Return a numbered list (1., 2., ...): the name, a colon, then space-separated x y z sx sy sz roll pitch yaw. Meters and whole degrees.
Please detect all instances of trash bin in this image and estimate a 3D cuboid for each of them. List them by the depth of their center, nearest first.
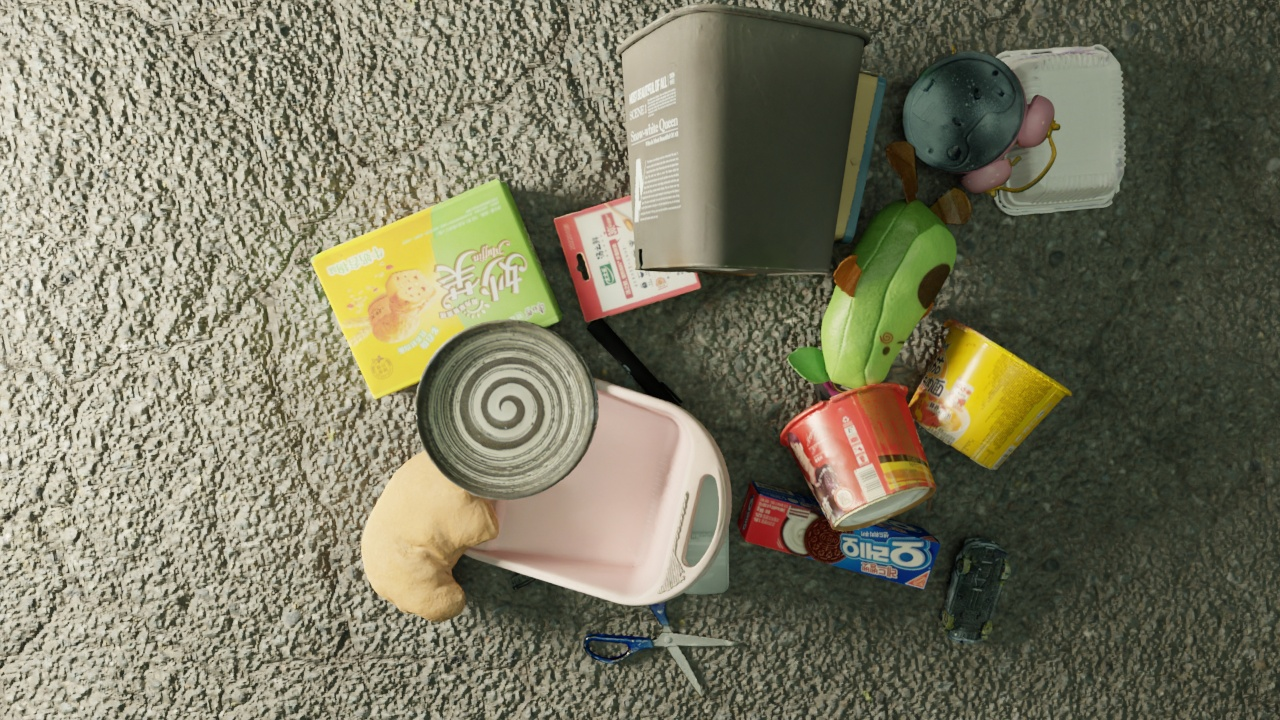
1. trash bin: 0.086 -0.192 0.862 0.198 0.199 0.220 1 94 -23

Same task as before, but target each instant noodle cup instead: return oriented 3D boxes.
1. instant noodle cup: 0.222 0.102 0.922 0.138 0.138 0.108 -18 65 -1
2. instant noodle cup: 0.351 0.039 0.948 0.138 0.138 0.110 31 102 -5
3. instant noodle cup: 0.443 -0.245 0.960 0.138 0.060 0.173 -5 94 -2

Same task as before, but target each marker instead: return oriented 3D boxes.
1. marker: -0.006 0.006 0.981 0.022 0.020 0.132 -44 96 -6

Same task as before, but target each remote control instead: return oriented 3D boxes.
1. remote control: 0.069 0.187 0.998 0.056 0.020 0.136 -1 94 -3

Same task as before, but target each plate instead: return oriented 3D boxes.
1. plate: -0.131 0.048 0.910 0.179 0.024 0.179 0 92 -8

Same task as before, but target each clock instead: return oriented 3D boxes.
1. clock: 0.345 -0.236 0.927 0.158 0.059 0.117 46 118 17

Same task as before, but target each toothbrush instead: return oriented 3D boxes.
1. toothbrush: -0.061 0.194 0.997 0.189 0.014 0.017 -33 101 0

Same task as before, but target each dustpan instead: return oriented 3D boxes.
1. dustpan: -0.052 0.123 0.921 0.273 0.139 0.222 11 91 -2

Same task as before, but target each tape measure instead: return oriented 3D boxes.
1. tape measure: 0.212 0.016 0.982 0.057 0.039 0.058 6 99 -3

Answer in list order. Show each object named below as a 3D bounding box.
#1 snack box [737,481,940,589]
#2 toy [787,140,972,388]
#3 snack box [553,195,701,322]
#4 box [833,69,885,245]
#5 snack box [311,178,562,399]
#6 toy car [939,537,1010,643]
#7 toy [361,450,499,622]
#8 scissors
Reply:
1. snack box: 0.213 0.187 0.987 0.207 0.057 0.058 16 97 -4
2. toy: 0.248 -0.078 0.910 0.226 0.090 0.247 17 99 -48
3. snack box: -0.014 -0.111 0.958 0.127 0.044 0.113 -17 96 -2
4. box: 0.196 -0.200 0.939 0.059 0.089 0.184 9 97 -4
5. snack box: -0.204 -0.073 0.940 0.210 0.070 0.157 -23 95 0
6. toy car: 0.367 0.254 1.010 0.054 0.036 0.121 8 104 -4
7. toy: -0.205 0.153 0.947 0.143 0.082 0.226 27 93 15
8. scissors: 0.019 0.299 1.010 0.176 0.012 0.162 -8 95 -2
